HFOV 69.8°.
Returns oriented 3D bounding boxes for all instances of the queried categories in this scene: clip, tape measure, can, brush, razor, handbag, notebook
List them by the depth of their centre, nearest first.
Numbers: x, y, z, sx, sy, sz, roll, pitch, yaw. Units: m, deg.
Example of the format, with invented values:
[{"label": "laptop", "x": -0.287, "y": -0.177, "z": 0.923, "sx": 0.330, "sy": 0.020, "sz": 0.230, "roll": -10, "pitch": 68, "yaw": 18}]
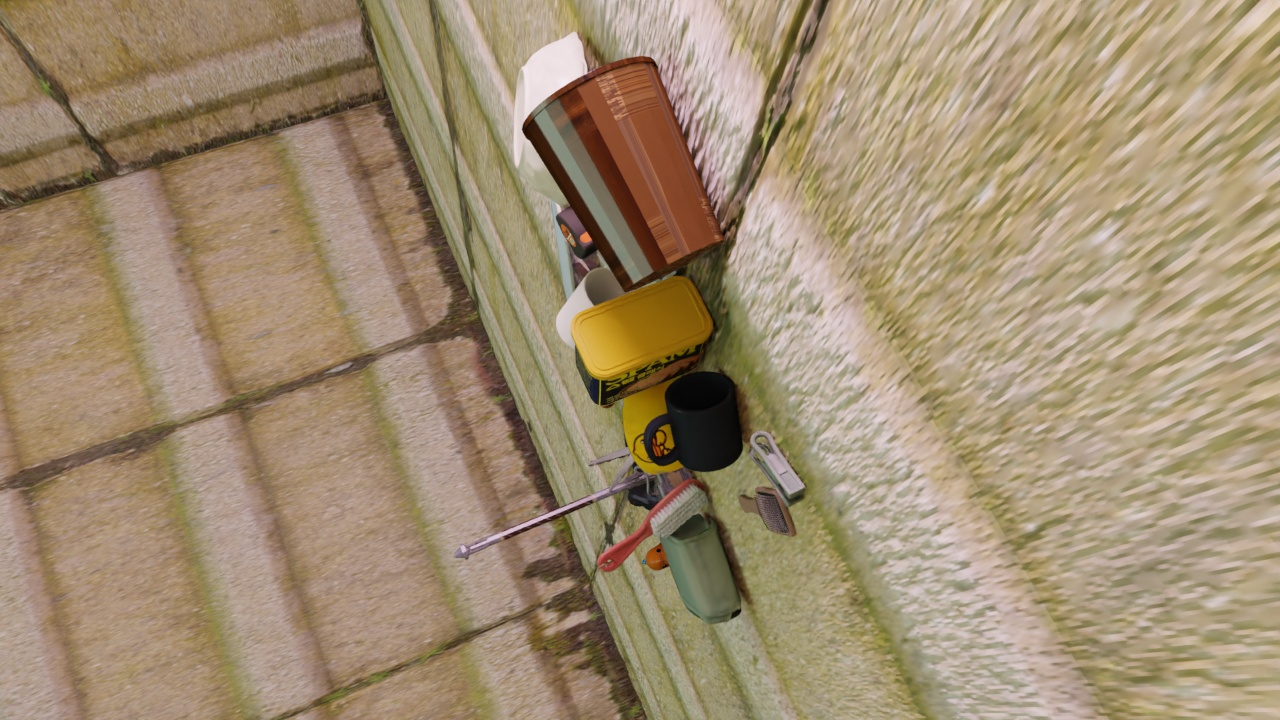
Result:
[{"label": "clip", "x": 0.128, "y": 0.101, "z": 0.868, "sx": 0.075, "sy": 0.023, "sz": 0.042, "roll": 57, "pitch": 160, "yaw": 36}, {"label": "can", "x": -0.001, "y": -0.016, "z": 0.958, "sx": 0.104, "sy": 0.135, "sz": 0.075, "roll": 97, "pitch": 149, "yaw": -68}, {"label": "brush", "x": 0.126, "y": 0.159, "z": 0.974, "sx": 0.136, "sy": 0.015, "sz": 0.050, "roll": 163, "pitch": 85, "yaw": -76}, {"label": "tape measure", "x": -0.064, "y": -0.148, "z": 1.027, "sx": 0.059, "sy": 0.038, "sz": 0.058, "roll": 56, "pitch": 167, "yaw": -2}, {"label": "brush", "x": 0.016, "y": 0.217, "z": 1.172, "sx": 0.041, "sy": 0.172, "sz": 0.030, "roll": 48, "pitch": -177, "yaw": -29}, {"label": "handbag", "x": 0.082, "y": 0.269, "z": 1.195, "sx": 0.106, "sy": 0.067, "sz": 0.122, "roll": -172, "pitch": 62, "yaw": -76}, {"label": "razor", "x": -0.001, "y": 0.158, "z": 1.358, "sx": 0.053, "sy": 0.063, "sz": 0.140, "roll": 34, "pitch": 143, "yaw": 66}, {"label": "notebook", "x": -0.113, "y": -0.147, "z": 1.382, "sx": 0.254, "sy": 0.009, "sz": 0.180, "roll": 86, "pitch": 171, "yaw": -50}]

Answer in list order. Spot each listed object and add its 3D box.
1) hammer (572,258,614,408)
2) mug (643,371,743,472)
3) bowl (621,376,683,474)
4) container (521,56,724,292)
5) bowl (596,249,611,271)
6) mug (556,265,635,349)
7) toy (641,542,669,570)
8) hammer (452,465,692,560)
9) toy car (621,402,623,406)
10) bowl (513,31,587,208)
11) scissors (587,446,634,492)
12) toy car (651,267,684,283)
[{"label": "hammer", "x": -0.059, "y": -0.023, "z": 1.381, "sx": 0.315, "sy": 0.035, "sz": 0.137, "roll": 92, "pitch": 154, "yaw": -59}, {"label": "mug", "x": 0.051, "y": 0.069, "z": 0.939, "sx": 0.071, "sy": 0.105, "sz": 0.077, "roll": 42, "pitch": 151, "yaw": 51}, {"label": "bowl", "x": 0.037, "y": 0.066, "z": 1.030, "sx": 0.117, "sy": 0.068, "sz": 0.117, "roll": 27, "pitch": -122, "yaw": -56}, {"label": "container", "x": -0.008, "y": -0.158, "z": 0.811, "sx": 0.167, "sy": 0.132, "sz": 0.132, "roll": 63, "pitch": 166, "yaw": 0}, {"label": "bowl", "x": -0.034, "y": -0.177, "z": 1.035, "sx": 0.150, "sy": 0.043, "sz": 0.149, "roll": 159, "pitch": 90, "yaw": -76}, {"label": "mug", "x": -0.053, "y": -0.077, "z": 1.176, "sx": 0.091, "sy": 0.073, "sz": 0.110, "roll": -47, "pitch": 24, "yaw": 50}, {"label": "toy", "x": 0.037, "y": 0.269, "z": 1.303, "sx": 0.103, "sy": 0.090, "sz": 0.070, "roll": -20, "pitch": 90, "yaw": 56}, {"label": "hammer", "x": -0.086, "y": 0.188, "z": 1.183, "sx": 0.044, "sy": 0.321, "sz": 0.098, "roll": 138, "pitch": 110, "yaw": -76}, {"label": "toy car", "x": -0.007, "y": 0.006, "z": 1.160, "sx": 0.033, "sy": 0.061, "sz": 0.092, "roll": -143, "pitch": 35, "yaw": -66}, {"label": "bowl", "x": -0.107, "y": -0.268, "z": 1.022, "sx": 0.219, "sy": 0.060, "sz": 0.188, "roll": 172, "pitch": 99, "yaw": -77}, {"label": "scissors", "x": 0.002, "y": 0.093, "z": 1.152, "sx": 0.014, "sy": 0.142, "sz": 0.158, "roll": -42, "pitch": -48, "yaw": -75}, {"label": "toy car", "x": 0.022, "y": -0.096, "z": 0.975, "sx": 0.038, "sy": 0.027, "sz": 0.090, "roll": 65, "pitch": 166, "yaw": 7}]
